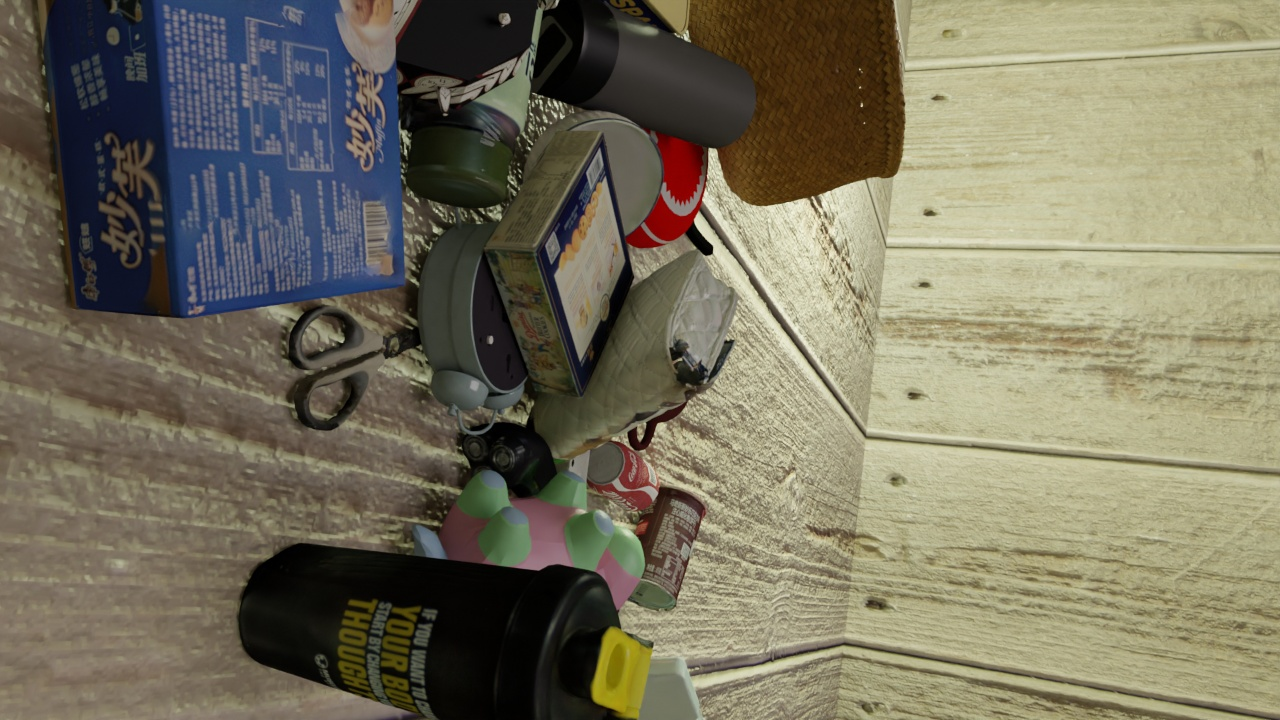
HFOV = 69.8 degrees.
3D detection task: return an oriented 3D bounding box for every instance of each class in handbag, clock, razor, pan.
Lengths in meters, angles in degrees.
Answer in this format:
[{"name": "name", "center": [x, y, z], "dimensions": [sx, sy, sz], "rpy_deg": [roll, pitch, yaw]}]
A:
[{"name": "handbag", "center": [-0.004, 0.004, 0.755], "dimensions": [0.072, 0.195, 0.138], "rpy_deg": [40, 49, -18]}, {"name": "clock", "center": [-0.113, -0.026, 0.663], "dimensions": [0.122, 0.045, 0.159], "rpy_deg": [7, 88, -72]}, {"name": "razor", "center": [-0.097, 0.097, 0.739], "dimensions": [0.067, 0.054, 0.151], "rpy_deg": [-61, 156, -25]}, {"name": "pan", "center": [0.041, -0.196, 1.007], "dimensions": [0.356, 0.067, 0.208], "rpy_deg": [40, 57, -59]}, {"name": "clock", "center": [-0.106, -0.229, 0.539], "dimensions": [0.154, 0.114, 0.065], "rpy_deg": [-60, -166, -15]}]

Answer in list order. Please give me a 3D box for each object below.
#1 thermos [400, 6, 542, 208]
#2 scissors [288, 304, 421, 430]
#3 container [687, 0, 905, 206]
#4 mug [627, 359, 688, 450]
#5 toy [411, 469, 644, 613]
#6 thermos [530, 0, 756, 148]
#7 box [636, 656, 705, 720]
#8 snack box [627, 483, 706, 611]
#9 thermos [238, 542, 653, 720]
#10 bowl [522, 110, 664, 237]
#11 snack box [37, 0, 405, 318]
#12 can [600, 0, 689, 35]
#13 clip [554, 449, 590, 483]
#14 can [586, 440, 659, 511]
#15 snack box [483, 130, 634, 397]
[{"name": "thermos", "center": [-0.109, -0.218, 0.613], "dimensions": [0.082, 0.082, 0.231], "rpy_deg": [27, 70, -66]}, {"name": "scissors", "center": [-0.168, 0.004, 0.592], "dimensions": [0.171, 0.013, 0.121], "rpy_deg": [39, 57, -68]}, {"name": "container", "center": [0.161, -0.322, 1.006], "dimensions": [0.306, 0.197, 0.307], "rpy_deg": [-12, 89, -83]}, {"name": "mug", "center": [0.004, 0.039, 0.926], "dimensions": [0.082, 0.073, 0.105], "rpy_deg": [25, 66, -66]}, {"name": "toy", "center": [-0.089, 0.167, 0.695], "dimensions": [0.221, 0.120, 0.171], "rpy_deg": [8, 119, -40]}, {"name": "thermos", "center": [0.001, -0.243, 0.784], "dimensions": [0.240, 0.082, 0.082], "rpy_deg": [-1, 95, -52]}, {"name": "box", "center": [-0.003, 0.344, 0.887], "dimensions": [0.040, 0.135, 0.197], "rpy_deg": [-77, 158, -47]}, {"name": "snack box", "center": [0.024, 0.206, 1.012], "dimensions": [0.072, 0.072, 0.121], "rpy_deg": [69, 34, -46]}, {"name": "thermos", "center": [-0.105, 0.148, 0.492], "dimensions": [0.098, 0.221, 0.098], "rpy_deg": [4, 89, -68]}, {"name": "bowl", "center": [-0.046, -0.157, 0.761], "dimensions": [0.062, 0.118, 0.118], "rpy_deg": [58, -8, 44]}, {"name": "snack box", "center": [-0.189, -0.131, 0.438], "dimensions": [0.154, 0.069, 0.203], "rpy_deg": [-23, 116, -65]}, {"name": "can", "center": [-0.020, -0.318, 0.783], "dimensions": [0.116, 0.092, 0.056], "rpy_deg": [5, 89, -68]}, {"name": "clip", "center": [-0.057, 0.095, 0.838], "dimensions": [0.058, 0.050, 0.101], "rpy_deg": [38, 57, -78]}, {"name": "can", "center": [-0.019, 0.115, 0.915], "dimensions": [0.096, 0.054, 0.054], "rpy_deg": [48, 50, -60]}, {"name": "snack box", "center": [-0.054, -0.072, 0.688], "dimensions": [0.145, 0.043, 0.144], "rpy_deg": [78, 25, -44]}]
